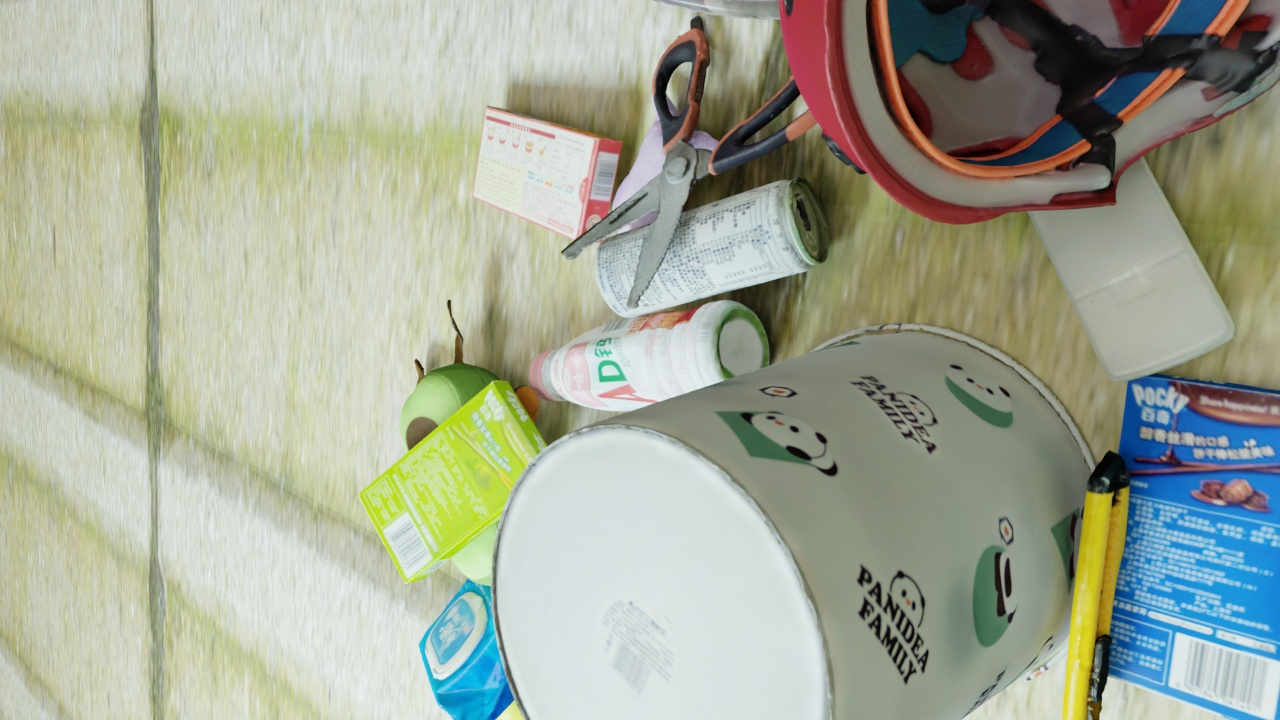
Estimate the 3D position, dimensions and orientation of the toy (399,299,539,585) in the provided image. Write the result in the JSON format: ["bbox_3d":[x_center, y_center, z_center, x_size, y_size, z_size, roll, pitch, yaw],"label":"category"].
[{"bbox_3d":[-0.145,0.080,0.773,0.228,0.089,0.246,-46,62,43],"label":"toy"}]

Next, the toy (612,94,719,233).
[{"bbox_3d":[0.010,-0.126,0.644,0.084,0.038,0.108,57,134,36],"label":"toy"}]

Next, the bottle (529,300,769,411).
[{"bbox_3d":[-0.004,0.004,0.654,0.197,0.068,0.068,-9,89,44],"label":"bottle"}]

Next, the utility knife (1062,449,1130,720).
[{"bbox_3d":[0.225,0.152,0.457,0.015,0.033,0.219,14,107,50],"label":"utility knife"}]

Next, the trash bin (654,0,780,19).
[{"bbox_3d":[0.039,-0.323,0.498,0.228,0.227,0.192,18,94,39],"label":"trash bin"}]

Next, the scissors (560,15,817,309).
[{"bbox_3d":[0.039,-0.134,0.580,0.189,0.015,0.225,-3,67,31],"label":"scissors"}]

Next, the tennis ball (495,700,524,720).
[{"bbox_3d":[-0.098,0.283,0.769,0.066,0.065,0.065,6,98,41],"label":"tennis ball"}]

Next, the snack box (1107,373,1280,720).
[{"bbox_3d":[0.273,0.088,0.442,0.085,0.026,0.157,11,102,42],"label":"snack box"}]

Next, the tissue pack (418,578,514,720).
[{"bbox_3d":[-0.133,0.234,0.751,0.095,0.052,0.157,-52,22,-7],"label":"tissue pack"}]

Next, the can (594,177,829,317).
[{"bbox_3d":[0.043,-0.071,0.594,0.147,0.058,0.058,-14,86,32],"label":"can"}]

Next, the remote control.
[{"bbox_3d":[0.230,-0.065,0.453,0.058,0.021,0.150,-29,66,33],"label":"remote control"}]

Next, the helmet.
[{"bbox_3d":[0.151,-0.174,0.396,0.207,0.240,0.144,62,173,-28],"label":"helmet"}]

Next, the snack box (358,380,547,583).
[{"bbox_3d":[-0.141,0.094,0.705,0.157,0.026,0.085,-39,74,18],"label":"snack box"}]

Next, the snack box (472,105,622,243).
[{"bbox_3d":[-0.078,-0.147,0.714,0.156,0.027,0.077,29,113,45],"label":"snack box"}]

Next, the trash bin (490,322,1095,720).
[{"bbox_3d":[0.079,0.102,0.464,0.230,0.251,0.229,6,99,41],"label":"trash bin"}]
